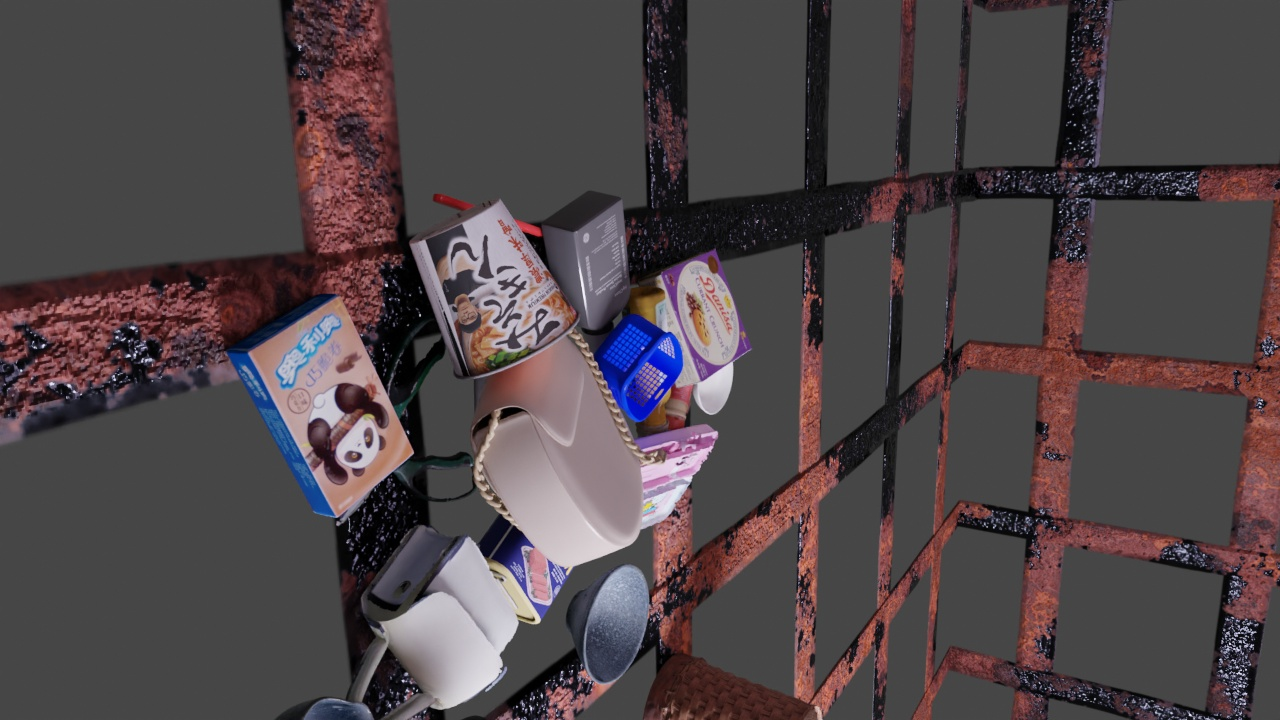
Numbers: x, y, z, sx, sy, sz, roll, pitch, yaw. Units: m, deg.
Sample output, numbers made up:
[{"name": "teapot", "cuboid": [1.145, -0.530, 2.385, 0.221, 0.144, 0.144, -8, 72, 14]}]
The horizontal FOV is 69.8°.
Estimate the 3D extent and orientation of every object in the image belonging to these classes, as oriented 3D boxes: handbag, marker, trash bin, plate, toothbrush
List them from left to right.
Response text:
[{"name": "handbag", "cuboid": [-0.189, 0.256, 0.811, 0.175, 0.074, 0.151, -53, 138, -38]}, {"name": "marker", "cuboid": [-0.152, 0.035, 0.886, 0.022, 0.016, 0.139, -46, 138, -76]}, {"name": "toothbrush", "cuboid": [-0.125, -0.140, 0.896, 0.212, 0.012, 0.018, 9, 88, -59]}, {"name": "handbag", "cuboid": [-0.066, 0.080, 0.873, 0.208, 0.103, 0.210, 57, 19, -27]}, {"name": "plate", "cuboid": [0.094, 0.021, 1.271, 0.104, 0.026, 0.104, -16, 109, -56]}, {"name": "trash bin", "cuboid": [0.128, 0.500, 1.246, 0.151, 0.210, 0.151, -19, 112, -56]}]

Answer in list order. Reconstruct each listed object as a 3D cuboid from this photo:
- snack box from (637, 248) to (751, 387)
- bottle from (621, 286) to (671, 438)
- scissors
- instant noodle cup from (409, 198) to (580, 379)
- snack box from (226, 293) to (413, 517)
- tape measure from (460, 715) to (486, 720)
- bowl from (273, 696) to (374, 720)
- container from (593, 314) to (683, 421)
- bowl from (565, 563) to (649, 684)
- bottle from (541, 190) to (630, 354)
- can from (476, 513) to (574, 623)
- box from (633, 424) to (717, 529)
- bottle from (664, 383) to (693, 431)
[{"name": "snack box", "cuboid": [0.071, -0.056, 1.165, 0.147, 0.041, 0.143, -30, 101, -53]}, {"name": "bottle", "cuboid": [0.009, 0.007, 1.103, 0.053, 0.053, 0.186, -30, 122, -53]}, {"name": "scissors", "cuboid": [-0.197, 0.073, 0.819, 0.201, 0.015, 0.203, -65, 145, -26]}, {"name": "instant noodle cup", "cuboid": [-0.134, -0.067, 0.798, 0.123, 0.124, 0.122, -44, 117, -46]}, {"name": "snack box", "cuboid": [-0.242, 0.035, 0.707, 0.087, 0.034, 0.151, -45, 126, -43]}, {"name": "tape measure", "cuboid": [-0.177, 0.379, 0.892, 0.061, 0.034, 0.061, 29, 67, -62]}, {"name": "bowl", "cuboid": [-0.264, 0.312, 0.718, 0.110, 0.055, 0.110, -18, 112, -57]}, {"name": "container", "cuboid": [-0.006, 0.006, 1.009, 0.096, 0.058, 0.114, -51, 158, -12]}, {"name": "bowl", "cuboid": [-0.049, 0.299, 1.064, 0.136, 0.057, 0.137, -16, 109, -57]}, {"name": "bottle", "cuboid": [-0.052, -0.083, 0.979, 0.083, 0.046, 0.174, -43, 140, -40]}, {"name": "can", "cuboid": [-0.115, 0.199, 0.938, 0.092, 0.057, 0.116, -56, 139, -35]}, {"name": "box", "cuboid": [0.011, 0.150, 1.120, 0.200, 0.038, 0.153, -5, 133, -57]}, {"name": "bottle", "cuboid": [0.044, 0.051, 1.180, 0.044, 0.044, 0.109, 33, 67, -56]}]
